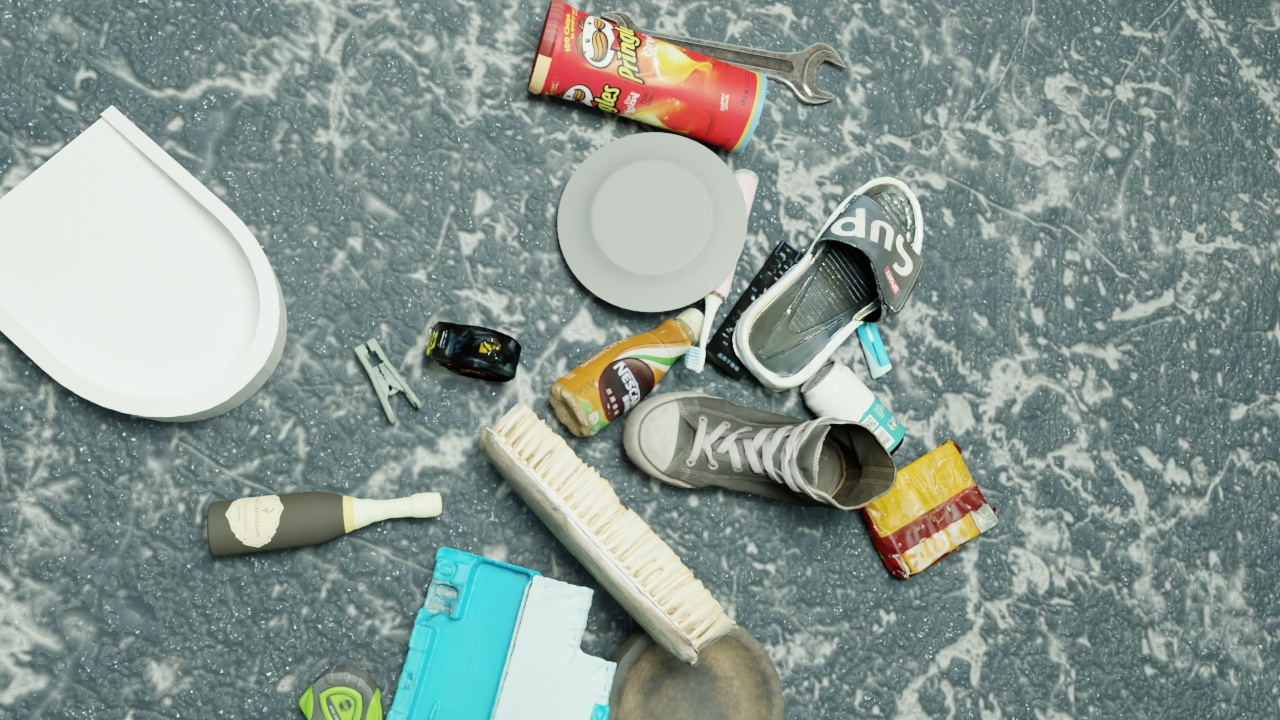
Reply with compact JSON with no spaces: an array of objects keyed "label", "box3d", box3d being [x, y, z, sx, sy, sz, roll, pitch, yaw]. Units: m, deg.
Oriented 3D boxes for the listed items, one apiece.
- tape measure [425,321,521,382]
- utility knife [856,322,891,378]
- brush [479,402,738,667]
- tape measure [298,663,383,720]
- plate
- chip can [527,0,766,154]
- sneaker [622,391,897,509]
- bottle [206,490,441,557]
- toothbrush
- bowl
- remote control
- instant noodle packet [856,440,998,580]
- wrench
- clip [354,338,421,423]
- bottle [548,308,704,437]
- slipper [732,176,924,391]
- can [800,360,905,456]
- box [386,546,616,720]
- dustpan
[{"label":"tape measure","box3d":[-0.142,-0.007,0.810,0.071,0.072,0.042,4,74,16]},{"label":"utility knife","box3d":[0.222,-0.050,0.937,0.022,0.015,0.141,-21,85,4]},{"label":"brush","box3d":[-0.034,0.143,0.772,0.056,0.083,0.271,-41,71,-18]},{"label":"tape measure","box3d":[-0.245,0.285,0.761,0.058,0.036,0.065,-25,91,-7]},{"label":"plate","box3d":[0.011,-0.133,0.858,0.178,0.012,0.178,-1,78,3]},{"label":"chip can","box3d":[0.006,-0.268,0.877,0.213,0.087,0.087,15,79,-13]},{"label":"sneaker","box3d":[0.106,0.082,0.827,0.234,0.120,0.095,19,78,-15]},{"label":"bottle","box3d":[-0.261,0.131,0.772,0.184,0.045,0.045,-5,83,-15]},{"label":"toothbrush","box3d":[0.077,-0.088,0.877,0.026,0.027,0.222,20,66,-7]},{"label":"bowl","box3d":[0.039,0.302,0.810,0.162,0.070,0.162,2,81,-14]},{"label":"remote control","box3d":[0.117,-0.049,0.907,0.047,0.022,0.150,38,73,-6]},{"label":"instant noodle packet","box3d":[0.285,0.148,0.911,0.135,0.040,0.098,-28,90,-15]},{"label":"wrench","box3d":[0.083,-0.312,0.942,0.273,0.010,0.070,6,81,-13]},{"label":"clip","box3d":[-0.225,0.017,0.810,0.037,0.023,0.075,-32,89,-15]},{"label":"bottle","box3d":[-0.005,0.005,0.850,0.166,0.059,0.059,-35,91,-25]},{"label":"slipper","box3d":[0.200,-0.078,0.893,0.263,0.063,0.111,-43,96,-16]},{"label":"can","box3d":[0.207,0.052,0.897,0.101,0.055,0.054,46,74,-4]},{"label":"box","box3d":[-0.116,0.285,0.752,0.182,0.039,0.226,11,77,15]},{"label":"dustpan","box3d":[-0.418,-0.066,0.757,0.258,0.053,0.191,43,75,-5]}]
